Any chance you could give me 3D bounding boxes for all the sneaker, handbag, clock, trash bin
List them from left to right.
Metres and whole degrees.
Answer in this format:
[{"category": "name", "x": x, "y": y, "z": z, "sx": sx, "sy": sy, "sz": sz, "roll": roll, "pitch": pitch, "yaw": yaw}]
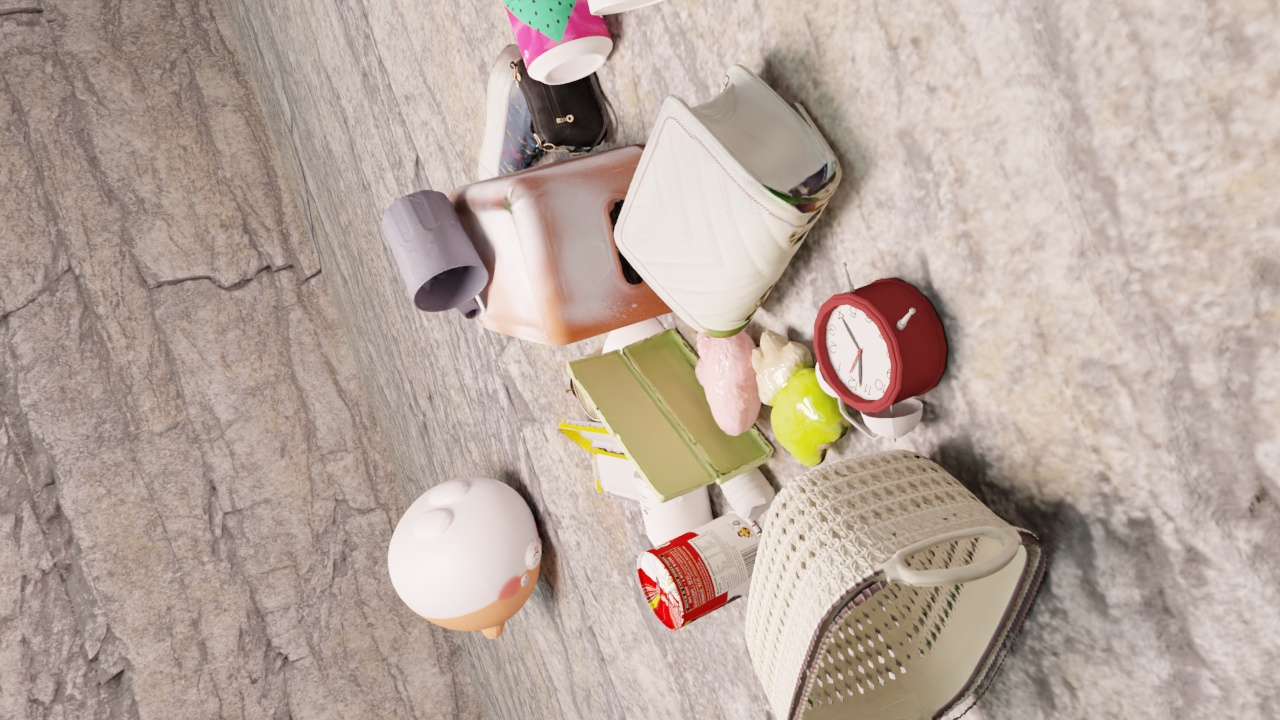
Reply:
[{"category": "sneaker", "x": -0.139, "y": -0.270, "z": 1.101, "sx": 0.079, "sy": 0.087, "sz": 0.236, "roll": 29, "pitch": 149, "yaw": 4}, {"category": "trash bin", "x": -0.094, "y": -0.122, "z": 0.999, "sx": 0.260, "sy": 0.157, "sz": 0.181, "roll": 14, "pitch": 120, "yaw": 59}, {"category": "handbag", "x": -0.087, "y": -0.275, "z": 0.966, "sx": 0.128, "sy": 0.079, "sz": 0.054, "roll": 69, "pitch": 157, "yaw": 8}, {"category": "clock", "x": -0.058, "y": 0.031, "z": 1.154, "sx": 0.141, "sy": 0.054, "sz": 0.093, "roll": 3, "pitch": 111, "yaw": 60}, {"category": "handbag", "x": 0.071, "y": -0.123, "z": 0.753, "sx": 0.142, "sy": 0.096, "sz": 0.199, "roll": 48, "pitch": 149, "yaw": 12}, {"category": "clock", "x": 0.174, "y": -0.001, "z": 0.683, "sx": 0.096, "sy": 0.048, "sz": 0.138, "roll": 45, "pitch": 143, "yaw": 42}]

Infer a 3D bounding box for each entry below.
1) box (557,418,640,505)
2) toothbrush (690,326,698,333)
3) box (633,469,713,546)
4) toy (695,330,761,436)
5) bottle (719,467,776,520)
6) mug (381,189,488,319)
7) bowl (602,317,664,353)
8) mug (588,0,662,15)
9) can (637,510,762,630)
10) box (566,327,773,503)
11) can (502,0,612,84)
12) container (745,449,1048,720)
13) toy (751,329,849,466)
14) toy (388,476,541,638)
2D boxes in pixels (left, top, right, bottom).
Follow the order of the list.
[{"category": "box", "x": -0.032, "y": 0.129, "z": 1.187, "sx": 0.210, "sy": 0.045, "sz": 0.128, "roll": -1, "pitch": 120, "yaw": 62}, {"category": "toothbrush", "x": 0.043, "y": -0.109, "z": 0.905, "sx": 0.016, "sy": 0.016, "sz": 0.167, "roll": 8, "pitch": 113, "yaw": 62}, {"category": "box", "x": 0.037, "y": 0.128, "z": 1.013, "sx": 0.084, "sy": 0.094, "sz": 0.166, "roll": 39, "pitch": 150, "yaw": 52}, {"category": "toy", "x": 0.080, "y": 0.011, "z": 0.877, "sx": 0.105, "sy": 0.053, "sz": 0.108, "roll": -128, "pitch": 29, "yaw": -55}, {"category": "bottle", "x": 0.085, "y": 0.098, "z": 0.929, "sx": 0.136, "sy": 0.044, "sz": 0.044, "roll": 56, "pitch": 151, "yaw": 27}, {"category": "mug", "x": -0.217, "y": -0.110, "z": 0.996, "sx": 0.104, "sy": 0.084, "sz": 0.124, "roll": 62, "pitch": 180, "yaw": 20}, {"category": "bowl", "x": -0.006, "y": 0.006, "z": 1.037, "sx": 0.114, "sy": 0.050, "sz": 0.115, "roll": 43, "pitch": 143, "yaw": 44}, {"category": "mug", "x": -0.018, "y": -0.355, "z": 0.799, "sx": 0.110, "sy": 0.074, "sz": 0.090, "roll": -105, "pitch": 3, "yaw": -75}, {"category": "can", "x": 0.068, "y": 0.219, "z": 0.965, "sx": 0.086, "sy": 0.116, "sz": 0.087, "roll": 43, "pitch": 143, "yaw": 44}, {"category": "box", "x": 0.025, "y": 0.051, "z": 0.910, "sx": 0.187, "sy": 0.138, "sz": 0.030, "roll": 51, "pitch": 148, "yaw": 32}, {"category": "can", "x": -0.093, "y": -0.365, "z": 0.904, "sx": 0.088, "sy": 0.088, "sz": 0.166, "roll": -19, "pitch": 90, "yaw": 64}, {"category": "container", "x": 0.174, "y": 0.185, "z": 0.679, "sx": 0.143, "sy": 0.184, "sz": 0.252, "roll": -120, "pitch": 26, "yaw": -47}, {"category": "toy", "x": 0.133, "y": 0.028, "z": 0.791, "sx": 0.117, "sy": 0.043, "sz": 0.092, "roll": 60, "pitch": 151, "yaw": 25}, {"category": "toy", "x": -0.294, "y": 0.347, "z": 1.616, "sx": 0.266, "sy": 0.262, "sz": 0.281, "roll": -10, "pitch": 124, "yaw": 24}]
